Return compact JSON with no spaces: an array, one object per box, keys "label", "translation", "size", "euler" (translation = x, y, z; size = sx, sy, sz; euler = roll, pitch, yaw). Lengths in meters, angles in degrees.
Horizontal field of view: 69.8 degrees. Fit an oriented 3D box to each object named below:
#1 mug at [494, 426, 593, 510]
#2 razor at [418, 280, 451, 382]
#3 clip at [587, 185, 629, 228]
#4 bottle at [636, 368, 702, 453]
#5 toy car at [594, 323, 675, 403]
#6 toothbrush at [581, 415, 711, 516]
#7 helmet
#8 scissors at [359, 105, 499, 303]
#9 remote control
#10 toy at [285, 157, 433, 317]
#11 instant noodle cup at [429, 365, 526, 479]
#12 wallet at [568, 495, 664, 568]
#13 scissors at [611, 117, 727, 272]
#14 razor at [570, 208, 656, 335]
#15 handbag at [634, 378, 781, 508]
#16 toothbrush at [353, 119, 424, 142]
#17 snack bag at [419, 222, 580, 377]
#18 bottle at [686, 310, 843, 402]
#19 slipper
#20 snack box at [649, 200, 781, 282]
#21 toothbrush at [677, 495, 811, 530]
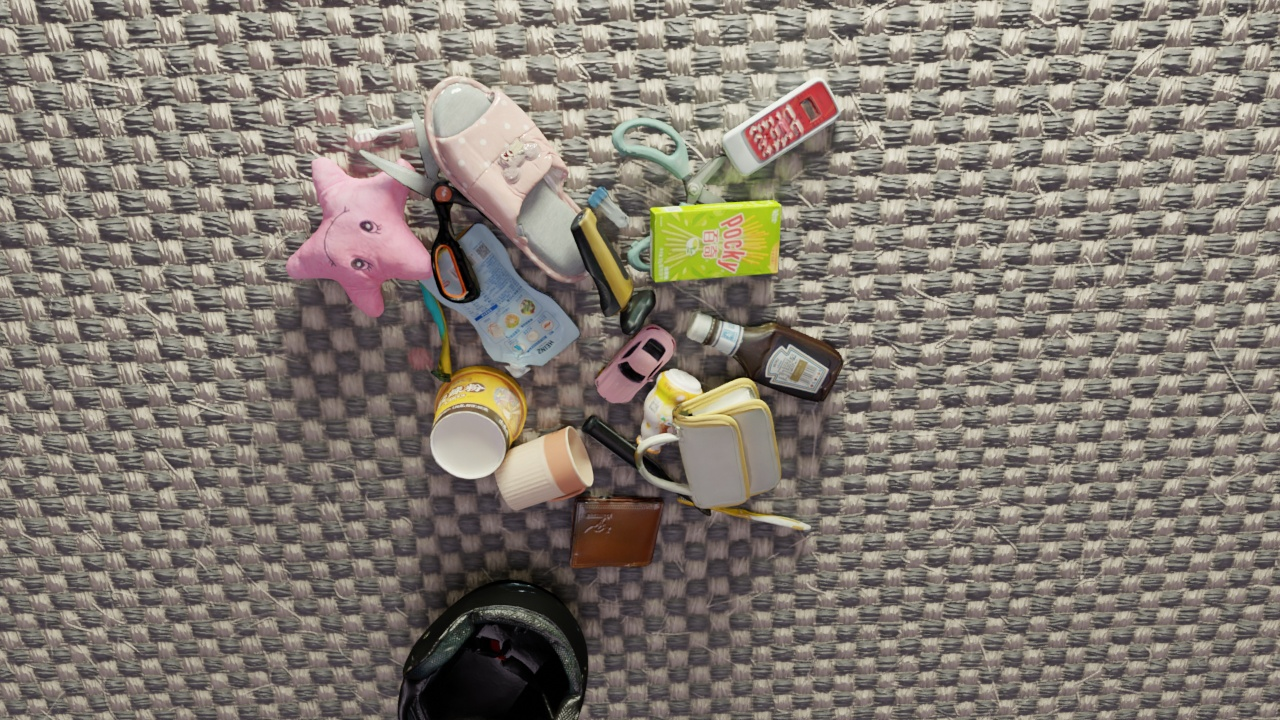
[{"label":"mug","translation":[-0.121,0.150,1.202],"size":[0.106,0.081,0.114],"euler":[-20,141,9]},{"label":"razor","translation":[-0.255,-0.039,1.142],"size":[0.028,0.043,0.133],"euler":[-15,110,-22]},{"label":"clip","translation":[-0.036,-0.181,1.092],"size":[0.058,0.036,0.026],"euler":[42,104,-13]},{"label":"bottle","translation":[0.033,0.066,1.171],"size":[0.063,0.063,0.108],"euler":[24,111,-10]},{"label":"toy car","translation":[-0.007,0.007,1.160],"size":[0.056,0.037,0.122],"euler":[38,108,-13]},{"label":"toothbrush","translation":[0.012,0.144,1.217],"size":[0.212,0.027,0.026],"euler":[38,90,-12]},{"label":"helmet","translation":[-0.191,0.427,1.231],"size":[0.233,0.229,0.275],"euler":[41,106,-1]},{"label":"scissors","translation":[-0.214,-0.170,1.051],"size":[0.220,0.022,0.228],"euler":[6,97,-24]},{"label":"remote control","translation":[0.161,-0.268,1.055],"size":[0.136,0.020,0.056],"euler":[-31,111,11]},{"label":"toy","translation":[-0.313,-0.147,1.069],"size":[0.178,0.074,0.195],"euler":[24,110,-2]},{"label":"instant noodle cup","translation":[-0.207,0.082,1.147],"size":[0.118,0.114,0.119],"euler":[0,113,0]},{"label":"wallet","translation":[-0.034,0.233,1.250],"size":[0.124,0.032,0.101],"euler":[2,109,-14]},{"label":"scissors","translation":[0.019,-0.190,1.076],"size":[0.171,0.019,0.170],"euler":[29,100,-22]},{"label":"razor","translation":[-0.034,-0.106,1.079],"size":[0.068,0.062,0.167],"euler":[-19,127,13]},{"label":"handbag","translation":[0.084,0.122,1.156],"size":[0.178,0.063,0.163],"euler":[-20,127,-8]},{"label":"toothbrush","translation":[-0.240,-0.273,1.050],"size":[0.180,0.016,0.016],"euler":[-11,115,2]},{"label":"snack bag","translation":[-0.172,-0.069,1.125],"size":[0.110,0.039,0.191],"euler":[-41,108,4]},{"label":"bottle","translation":[0.153,-0.011,1.151],"size":[0.195,0.044,0.080],"euler":[21,111,-8]},{"label":"slipper","translation":[-0.137,-0.199,1.038],"size":[0.114,0.054,0.274],"euler":[-46,115,-16]},{"label":"snack box","translation":[0.089,-0.142,1.087],"size":[0.156,0.026,0.086],"euler":[-5,114,-13]},{"label":"toothbrush","translation":[0.144,0.207,1.257],"size":[0.191,0.016,0.018],"euler":[13,103,-5]}]
